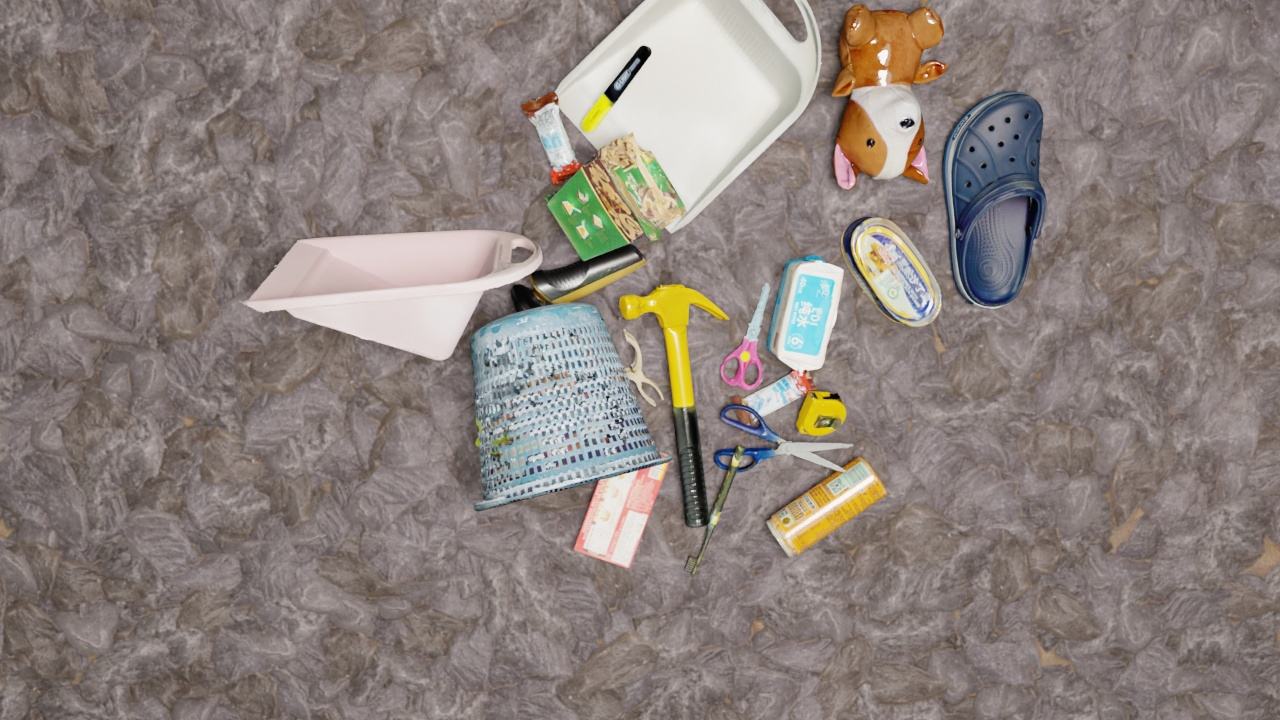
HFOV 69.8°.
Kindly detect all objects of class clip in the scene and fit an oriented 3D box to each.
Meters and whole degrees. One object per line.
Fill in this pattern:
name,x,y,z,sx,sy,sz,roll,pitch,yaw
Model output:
clip,-0.004,0.002,1.118,0.102,0.035,0.094,25,99,-10

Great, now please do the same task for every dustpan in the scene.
dustpan,0.063,-0.307,1.016,0.258,0.142,0.222,-42,97,4
dustpan,-0.258,-0.112,1.009,0.273,0.222,0.139,21,111,-17

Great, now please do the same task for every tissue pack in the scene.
tissue pack,0.195,-0.055,1.084,0.063,0.090,0.140,11,98,-3

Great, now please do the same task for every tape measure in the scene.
tape measure,0.224,0.067,1.124,0.057,0.028,0.060,3,127,-18

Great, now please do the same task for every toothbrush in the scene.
toothbrush,0.092,0.188,1.149,0.017,0.012,0.186,21,107,7

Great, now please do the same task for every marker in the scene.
marker,-0.028,-0.306,1.038,0.018,0.015,0.124,41,122,-6

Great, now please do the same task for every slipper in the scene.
slipper,0.415,-0.184,1.068,0.105,0.095,0.253,0,103,-4

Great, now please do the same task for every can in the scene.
can,0.231,0.182,1.139,0.146,0.058,0.058,-35,98,4
can,0.300,-0.106,1.098,0.074,0.049,0.148,-36,98,4

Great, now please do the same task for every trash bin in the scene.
trash bin,-0.096,0.047,1.025,0.226,0.226,0.195,-14,84,1

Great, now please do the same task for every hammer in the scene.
hammer,0.054,0.056,1.110,0.128,0.033,0.301,-10,101,-19

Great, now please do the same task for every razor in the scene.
razor,-0.072,-0.094,1.097,0.167,0.062,0.068,-23,129,-3

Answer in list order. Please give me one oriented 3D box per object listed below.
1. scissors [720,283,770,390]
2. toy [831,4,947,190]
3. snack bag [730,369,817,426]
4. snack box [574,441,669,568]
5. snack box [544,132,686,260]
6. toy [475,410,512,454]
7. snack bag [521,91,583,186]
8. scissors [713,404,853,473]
scissors,0.137,-0.030,1.125,0.054,0.017,0.133,17,95,12
toy,0.280,-0.295,1.038,0.140,0.130,0.200,-2,109,-7
snack bag,0.166,0.045,1.132,0.104,0.026,0.048,-24,95,3
snack box,-0.023,0.178,1.150,0.075,0.025,0.153,19,98,-3
snack box,-0.032,-0.177,1.048,0.106,0.118,0.117,-28,99,33
toy,-0.153,0.077,1.128,0.100,0.031,0.097,29,94,-9
snack bag,-0.101,-0.260,1.077,0.045,0.026,0.105,-20,98,11
scissors,0.166,0.111,1.128,0.166,0.012,0.155,42,115,-5
